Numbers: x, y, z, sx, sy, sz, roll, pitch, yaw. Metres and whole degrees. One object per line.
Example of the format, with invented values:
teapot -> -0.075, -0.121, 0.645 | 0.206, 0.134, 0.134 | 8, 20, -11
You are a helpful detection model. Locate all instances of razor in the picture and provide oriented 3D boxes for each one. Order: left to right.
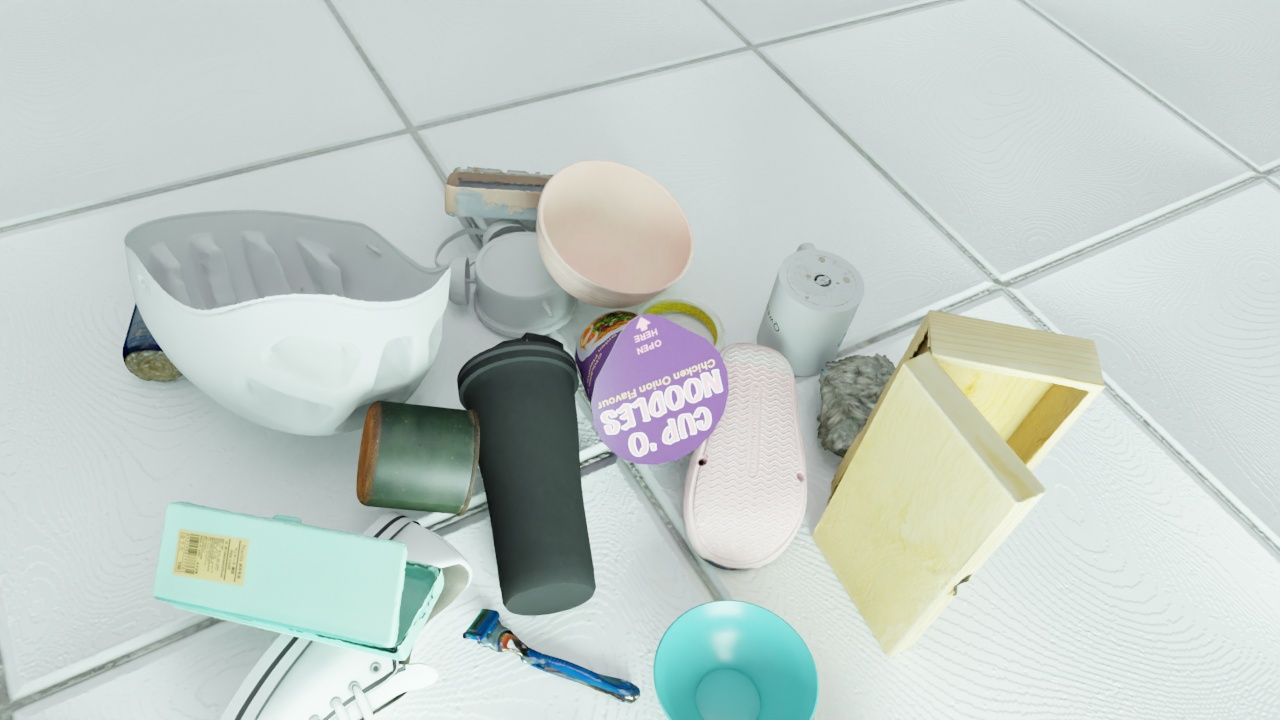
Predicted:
razor -> -0.067, 0.231, 0.700 | 0.141, 0.018, 0.043 | 22, 15, 7

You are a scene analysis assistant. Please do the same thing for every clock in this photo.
clock -> -0.133, -0.085, 0.924 | 0.159, 0.061, 0.119 | 25, 51, 18

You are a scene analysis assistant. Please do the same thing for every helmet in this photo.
helmet -> -0.302, -0.054, 0.780 | 0.282, 0.184, 0.223 | 37, 26, 17

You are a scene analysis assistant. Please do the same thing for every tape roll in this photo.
tape roll -> 0.038, -0.025, 0.921 | 0.094, 0.019, 0.093 | 4, 51, -5

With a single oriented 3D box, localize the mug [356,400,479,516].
mug -> -0.179, 0.069, 0.731 | 0.081, 0.085, 0.111 | 8, 27, -21

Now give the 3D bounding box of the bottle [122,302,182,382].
bottle -> -0.436, -0.055, 0.851 | 0.056, 0.056, 0.160 | -2, 52, -10

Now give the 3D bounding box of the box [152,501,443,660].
box -> -0.234, 0.136, 0.604 | 0.189, 0.080, 0.077 | 8, 45, 16

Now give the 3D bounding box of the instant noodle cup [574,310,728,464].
instant noodle cup -> -0.005, 0.005, 0.811 | 0.121, 0.137, 0.122 | -21, 25, -13

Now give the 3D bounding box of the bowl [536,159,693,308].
bowl -> -0.033, -0.108, 0.871 | 0.153, 0.076, 0.152 | 11, 59, -19

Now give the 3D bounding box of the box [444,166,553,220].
box -> -0.097, -0.182, 0.987 | 0.216, 0.043, 0.150 | 2, 28, -7

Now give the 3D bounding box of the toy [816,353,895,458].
toy -> 0.242, 0.059, 0.853 | 0.176, 0.076, 0.132 | 32, 54, 7

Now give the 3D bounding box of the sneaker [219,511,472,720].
sneaker -> -0.196, 0.223, 0.640 | 0.097, 0.091, 0.244 | 19, 46, 15

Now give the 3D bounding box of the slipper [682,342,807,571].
slipper -> 0.095, 0.082, 0.821 | 0.107, 0.056, 0.221 | 11, 60, -2

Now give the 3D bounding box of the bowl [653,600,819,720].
bowl -> 0.069, 0.246, 0.688 | 0.121, 0.046, 0.121 | 2, 47, -3

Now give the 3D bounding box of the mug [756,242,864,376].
mug -> 0.166, -0.060, 0.919 | 0.083, 0.097, 0.119 | 4, 51, -5

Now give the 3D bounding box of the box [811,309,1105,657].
box -> 0.224, 0.091, 0.709 | 0.142, 0.249, 0.184 | 28, 53, 14

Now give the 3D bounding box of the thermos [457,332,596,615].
thermos -> -0.090, 0.093, 0.761 | 0.105, 0.106, 0.218 | -5, 58, -13
